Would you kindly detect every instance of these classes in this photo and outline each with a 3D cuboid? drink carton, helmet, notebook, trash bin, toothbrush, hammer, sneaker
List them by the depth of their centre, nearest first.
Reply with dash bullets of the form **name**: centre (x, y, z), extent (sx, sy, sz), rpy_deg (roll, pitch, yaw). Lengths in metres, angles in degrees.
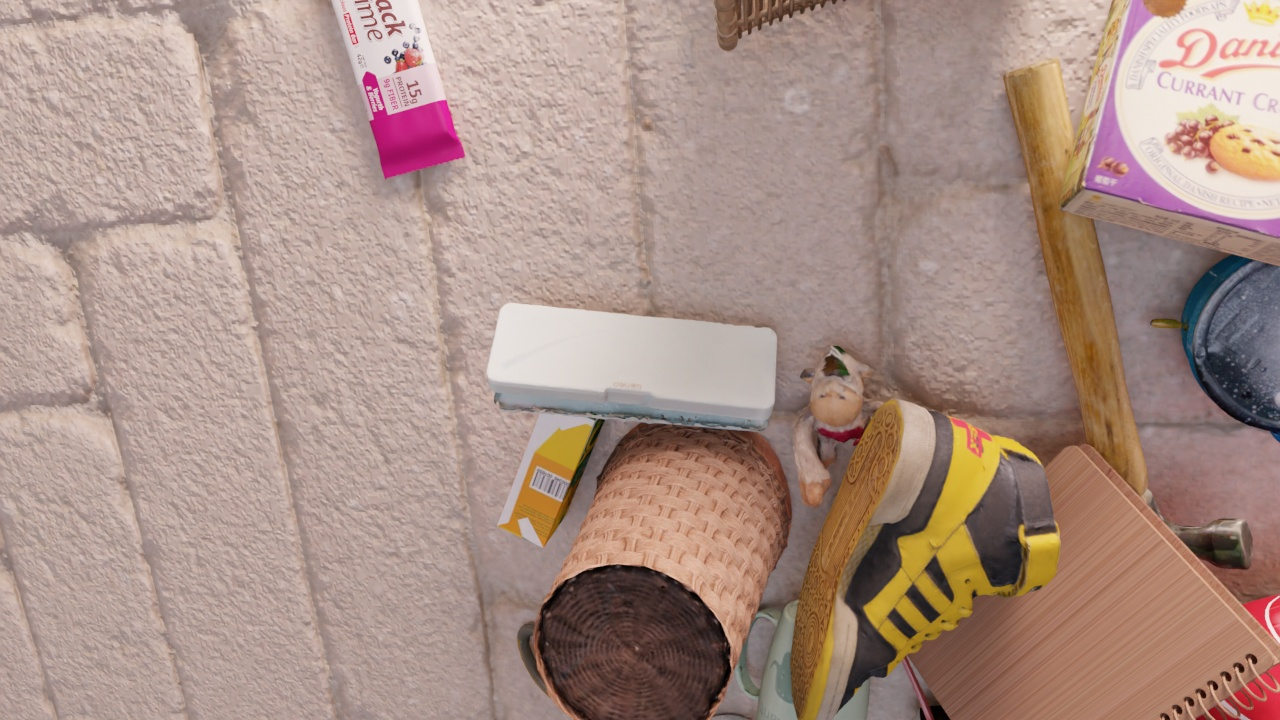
- **helmet**: centre (0.450, 0.253, 0.556), extent (0.271, 0.197, 0.225), rpy_deg (5, 111, 19)
- **hammer**: centre (0.284, -0.024, 0.588), extent (0.132, 0.033, 0.330), rpy_deg (-9, 99, 47)
- **notebook**: centre (0.273, 0.185, 0.596), extent (0.169, 0.022, 0.211), rpy_deg (58, 134, 35)
- **sneaker**: centre (0.181, 0.145, 0.597), extent (0.122, 0.086, 0.239), rpy_deg (13, 113, -3)
- **trash bin**: centre (0.021, 0.135, 0.622), extent (0.151, 0.209, 0.151), rpy_deg (4, 107, 12)
- **toothbrush**: centre (0.181, 0.186, 0.677), extent (0.016, 0.015, 0.184), rpy_deg (-23, 84, 24)
- **drink carton**: centre (-0.066, 0.080, 0.707), extent (0.041, 0.058, 0.123), rpy_deg (24, 111, 6)

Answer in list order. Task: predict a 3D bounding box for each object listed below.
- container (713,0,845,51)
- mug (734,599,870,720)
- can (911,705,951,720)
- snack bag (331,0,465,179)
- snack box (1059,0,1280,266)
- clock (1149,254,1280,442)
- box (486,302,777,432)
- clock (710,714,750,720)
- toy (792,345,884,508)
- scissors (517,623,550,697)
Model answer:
- **container**: centre (0.134, -0.285, 0.468), extent (0.196, 0.226, 0.227), rpy_deg (-2, 106, 7)
- **mug**: centre (0.121, 0.238, 0.704), extent (0.111, 0.084, 0.104), rpy_deg (12, 101, 40)
- **can**: centre (0.272, 0.288, 0.680), extent (0.129, 0.071, 0.072), rpy_deg (-14, 102, 17)
- **snack bag**: centre (-0.185, -0.236, 0.663), extent (0.070, 0.016, 0.196), rpy_deg (-10, 104, 15)
- **snack box**: centre (0.332, -0.139, 0.521), extent (0.143, 0.040, 0.148), rpy_deg (16, 82, 9)
- **clock**: centre (0.410, -0.007, 0.564), extent (0.161, 0.060, 0.117), rpy_deg (37, 110, -1)
- **box**: centre (-0.005, 0.002, 0.642), extent (0.199, 0.070, 0.085), rpy_deg (4, 91, 2)
- **clock**: centre (0.075, 0.352, 0.756), extent (0.083, 0.057, 0.118), rpy_deg (-4, 105, 14)
- **toy**: centre (0.146, 0.040, 0.634), extent (0.085, 0.074, 0.106), rpy_deg (-6, 111, 16)
- **scissors**: centre (-0.006, 0.282, 0.743), extent (0.225, 0.016, 0.226), rpy_deg (48, 112, 16)
